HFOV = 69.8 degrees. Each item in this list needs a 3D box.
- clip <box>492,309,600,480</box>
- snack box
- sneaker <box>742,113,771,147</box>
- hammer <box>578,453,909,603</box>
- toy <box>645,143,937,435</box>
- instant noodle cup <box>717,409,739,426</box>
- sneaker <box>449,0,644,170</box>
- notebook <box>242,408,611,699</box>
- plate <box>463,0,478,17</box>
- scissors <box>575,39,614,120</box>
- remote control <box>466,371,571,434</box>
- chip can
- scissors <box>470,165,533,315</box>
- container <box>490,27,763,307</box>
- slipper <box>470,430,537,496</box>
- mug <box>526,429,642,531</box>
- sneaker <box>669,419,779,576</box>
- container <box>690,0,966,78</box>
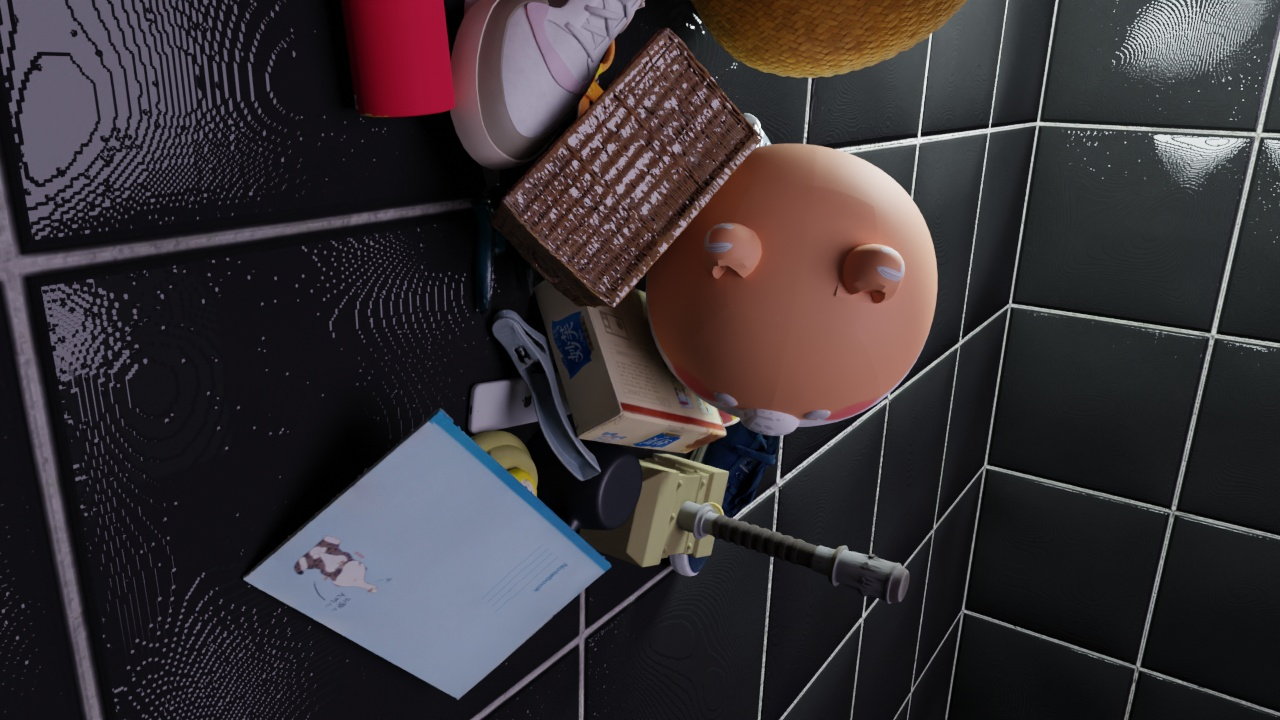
[{"bbox_3d":[-0.067,0.017,0.858,0.169,0.031,0.164,63,20,-4],"label":"clip"},{"bbox_3d":[-0.005,0.005,0.889,0.207,0.055,0.153,17,50,-58],"label":"snack box"},{"bbox_3d":[0.085,-0.220,1.003,0.256,0.093,0.160,34,64,-55],"label":"sneaker"},{"bbox_3d":[0.117,0.185,0.961,0.190,0.325,0.100,11,92,-58],"label":"hammer"},{"bbox_3d":[0.133,-0.064,0.824,0.281,0.263,0.265,55,45,-82],"label":"toy"},{"bbox_3d":[0.060,0.015,1.041,0.100,0.100,0.112,-22,111,-53],"label":"instant noodle cup"},{"bbox_3d":[-0.035,-0.270,0.695,0.111,0.117,0.293,44,64,-48],"label":"sneaker"},{"bbox_3d":[-0.151,0.165,0.725,0.181,0.009,0.253,-41,132,-3],"label":"notebook"},{"bbox_3d":[-0.094,-0.272,0.739,0.104,0.026,0.104,-17,111,-50],"label":"plate"},{"bbox_3d":[-0.051,-0.251,0.836,0.130,0.011,0.125,-2,102,-55],"label":"scissors"},{"bbox_3d":[-0.107,0.037,0.856,0.146,0.008,0.045,-8,109,-56],"label":"remote control"},{"bbox_3d":[-0.166,-0.274,0.594,0.069,0.069,0.221,-31,127,-49],"label":"chip can"},{"bbox_3d":[-0.118,-0.105,0.778,0.119,0.019,0.151,28,76,-57],"label":"scissors"},{"bbox_3d":[-0.018,-0.144,0.729,0.114,0.113,0.198,44,78,-15],"label":"container"},{"bbox_3d":[-0.145,0.137,0.768,0.190,0.082,0.092,-46,135,-36],"label":"slipper"},{"bbox_3d":[-0.065,0.127,0.874,0.121,0.095,0.085,-56,142,-31],"label":"mug"},{"bbox_3d":[0.126,0.138,1.153,0.120,0.127,0.294,35,73,-57],"label":"sneaker"},{"bbox_3d":[0.183,-0.419,0.871,0.306,0.307,0.196,-62,141,-23],"label":"container"}]
